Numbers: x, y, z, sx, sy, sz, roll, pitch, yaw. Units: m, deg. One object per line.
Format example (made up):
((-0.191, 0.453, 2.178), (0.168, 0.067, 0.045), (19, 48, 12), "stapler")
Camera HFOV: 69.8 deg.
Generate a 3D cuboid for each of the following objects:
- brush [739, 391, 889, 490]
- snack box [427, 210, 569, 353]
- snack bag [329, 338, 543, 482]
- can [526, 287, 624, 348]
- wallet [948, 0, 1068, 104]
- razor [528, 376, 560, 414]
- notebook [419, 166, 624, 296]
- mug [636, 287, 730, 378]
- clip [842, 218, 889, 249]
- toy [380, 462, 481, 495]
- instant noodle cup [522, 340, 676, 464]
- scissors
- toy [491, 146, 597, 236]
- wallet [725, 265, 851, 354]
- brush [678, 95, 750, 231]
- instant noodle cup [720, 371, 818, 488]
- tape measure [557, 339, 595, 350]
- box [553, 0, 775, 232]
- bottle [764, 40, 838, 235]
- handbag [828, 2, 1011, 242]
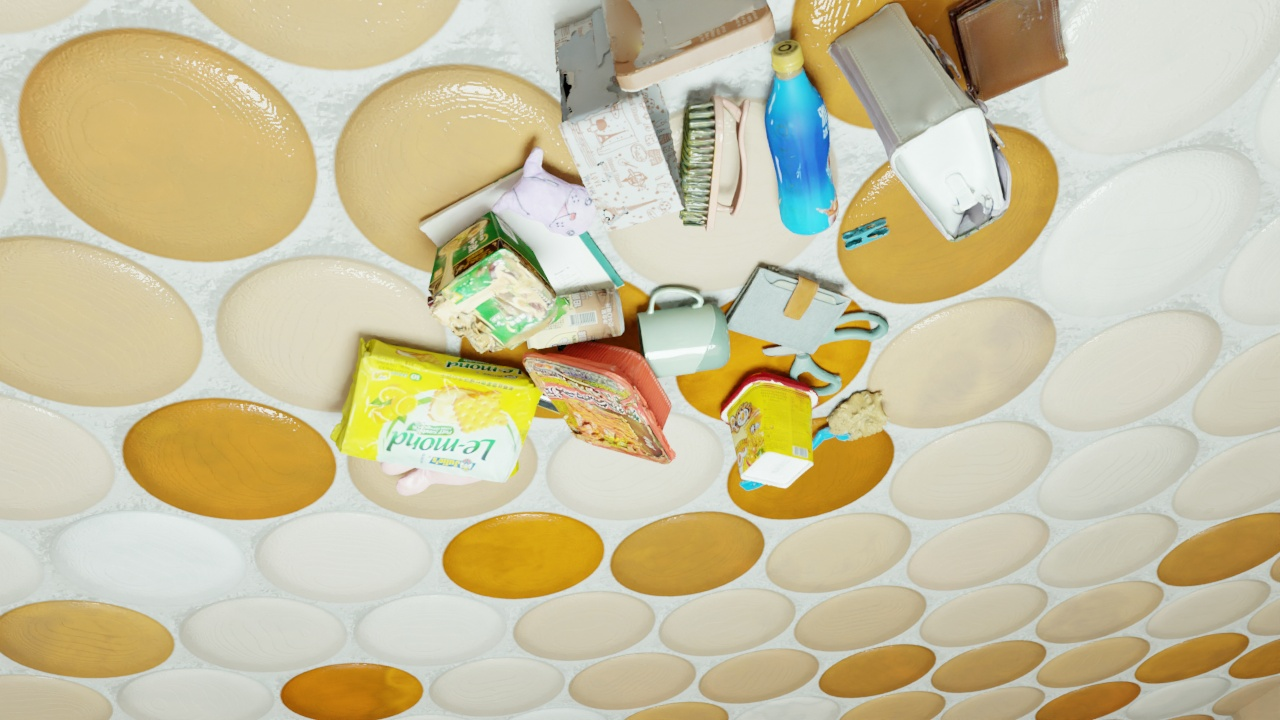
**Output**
((0.257, 0.127, 1.364), (0.255, 0.045, 0.083), (-35, 136, 17), "brush")
((-0.160, -0.091, 0.991), (0.118, 0.105, 0.118), (-31, 136, 15), "snack box")
((-0.253, 0.062, 1.160), (0.246, 0.068, 0.158), (13, 118, -17), "snack bag")
((-0.080, -0.050, 1.090), (0.116, 0.058, 0.059), (-10, 138, -4), "can")
((0.372, -0.323, 0.919), (0.101, 0.032, 0.124), (-25, 136, 13), "wallet")
((-0.088, 0.060, 1.234), (0.167, 0.062, 0.068), (19, 162, -21), "razor")
((-0.130, -0.120, 1.054), (0.150, 0.012, 0.209), (-25, 137, 13), "notebook")
((0.052, -0.038, 1.137), (0.106, 0.082, 0.112), (-8, 106, -2), "mug")
((0.269, -0.151, 1.097), (0.057, 0.014, 0.045), (-22, 135, 14), "clip")
((-0.274, 0.134, 1.267), (0.159, 0.054, 0.121), (-18, 131, 1), "toy")
((-0.038, 0.044, 1.123), (0.165, 0.079, 0.189), (13, 148, 36), "instant noodle cup")
((0.259, -0.018, 1.235), (0.182, 0.019, 0.170), (-30, 133, 21), "scissors")
((-0.092, -0.171, 0.973), (0.108, 0.039, 0.084), (24, 114, -33), "toy")
((0.185, -0.061, 1.150), (0.129, 0.036, 0.107), (16, 131, -17), "wallet")
((0.077, -0.210, 0.961), (0.073, 0.063, 0.146), (-1, 135, -4), "brush")
((0.180, 0.099, 1.256), (0.116, 0.123, 0.116), (14, 140, -20), "instant noodle cup")
((-0.081, -0.032, 1.150), (0.054, 0.025, 0.058), (12, 132, -24), "tape measure")
((0.026, -0.246, 0.827), (0.198, 0.180, 0.157), (-19, 135, 10), "box")
((0.165, -0.228, 0.955), (0.065, 0.065, 0.219), (-15, 138, 5), "bottle")
((0.272, -0.229, 0.878), (0.099, 0.196, 0.145), (-27, 136, 18), "handbag")
